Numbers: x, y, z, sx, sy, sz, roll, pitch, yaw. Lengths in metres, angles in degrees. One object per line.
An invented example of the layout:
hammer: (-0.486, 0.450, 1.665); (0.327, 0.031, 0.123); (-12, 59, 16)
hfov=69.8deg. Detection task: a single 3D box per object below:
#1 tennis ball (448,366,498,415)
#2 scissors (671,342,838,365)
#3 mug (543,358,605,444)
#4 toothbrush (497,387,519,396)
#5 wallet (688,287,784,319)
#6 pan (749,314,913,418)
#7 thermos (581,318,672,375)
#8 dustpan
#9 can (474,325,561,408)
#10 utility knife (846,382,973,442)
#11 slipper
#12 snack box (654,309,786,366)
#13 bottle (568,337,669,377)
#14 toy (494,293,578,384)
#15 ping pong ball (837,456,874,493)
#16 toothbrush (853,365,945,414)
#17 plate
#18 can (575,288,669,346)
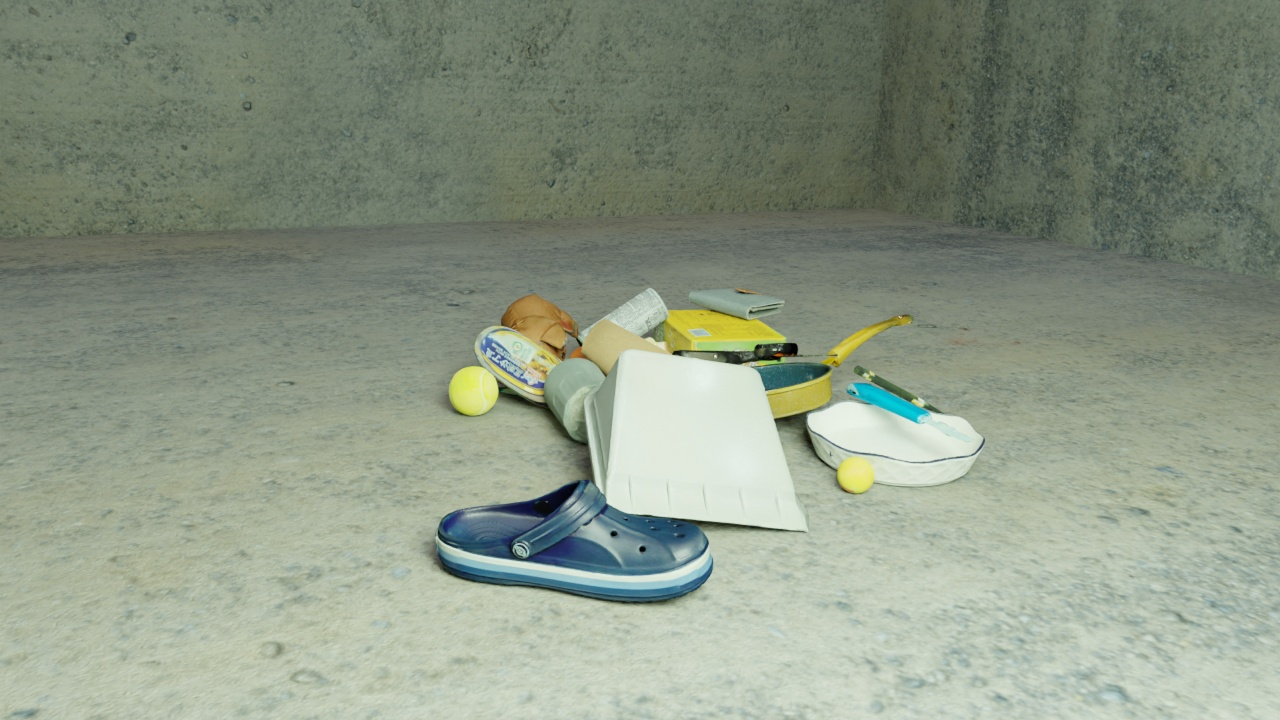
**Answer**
tennis ball: (-0.222, 0.041, 1.217); (0.065, 0.065, 0.065); (2, 16, -1)
scissors: (0.145, -0.004, 1.099); (0.221, 0.021, 0.232); (-1, -3, -6)
mug: (-0.055, 0.058, 1.174); (0.124, 0.084, 0.103); (22, 9, -23)
toothbrush: (-0.169, 0.044, 1.302); (0.192, 0.016, 0.018); (6, 6, 17)
wallet: (0.165, -0.102, 1.553); (0.106, 0.037, 0.130); (-13, 23, -43)
pan: (0.227, 0.007, 1.249); (0.356, 0.078, 0.198); (-13, 9, -21)
thermos: (-0.007, 0.007, 1.238); (0.143, 0.093, 0.092); (34, 28, 20)
dustpan: (0.042, 0.092, 1.019); (0.222, 0.143, 0.257); (8, 53, -15)
can: (-0.158, 0.009, 1.252); (0.148, 0.074, 0.049); (33, -5, 15)
utility knife: (0.325, 0.063, 1.112); (0.034, 0.018, 0.223); (-3, 15, -21)
slipper: (-0.060, 0.148, 0.817); (0.253, 0.095, 0.105); (1, 18, 12)
snack box: (0.123, -0.028, 1.481); (0.157, 0.070, 0.210); (-2, 16, -15)
bottle: (-0.028, -0.001, 1.314); (0.150, 0.067, 0.066); (-14, 10, 21)
toy: (-0.157, -0.023, 1.374); (0.140, 0.130, 0.199); (-38, 13, 3)
ping pong ball: (0.237, 0.126, 1.011); (0.040, 0.040, 0.040); (2, 16, -1)
toothbrush: (0.353, 0.049, 1.196); (0.185, 0.012, 0.017); (26, 2, -16)
plate: (0.303, 0.099, 1.106); (0.205, 0.045, 0.204); (2, 17, -1)
can: (-0.028, -0.054, 1.465); (0.146, 0.058, 0.058); (-34, 25, -9)
